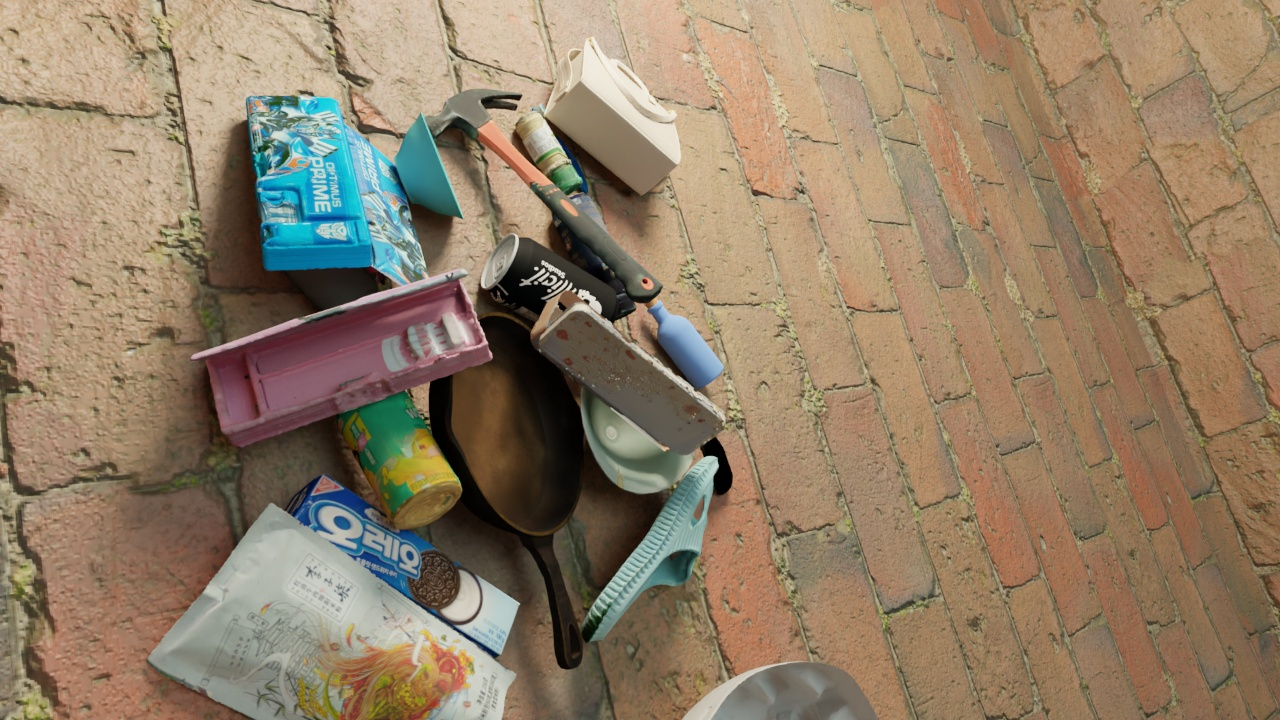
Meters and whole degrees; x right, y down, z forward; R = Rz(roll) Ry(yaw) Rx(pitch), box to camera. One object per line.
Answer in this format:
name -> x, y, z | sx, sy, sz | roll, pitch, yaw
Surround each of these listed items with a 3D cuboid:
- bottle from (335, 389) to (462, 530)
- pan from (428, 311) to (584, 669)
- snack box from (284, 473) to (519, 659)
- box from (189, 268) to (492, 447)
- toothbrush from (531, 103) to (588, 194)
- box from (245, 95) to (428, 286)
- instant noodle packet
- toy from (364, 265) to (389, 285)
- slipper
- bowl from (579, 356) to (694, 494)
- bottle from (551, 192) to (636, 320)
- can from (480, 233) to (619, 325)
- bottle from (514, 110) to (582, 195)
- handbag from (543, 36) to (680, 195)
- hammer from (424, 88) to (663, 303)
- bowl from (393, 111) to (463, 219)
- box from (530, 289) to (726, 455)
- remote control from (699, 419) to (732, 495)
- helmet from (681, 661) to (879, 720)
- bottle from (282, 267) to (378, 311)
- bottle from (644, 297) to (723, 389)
bottle -> -0.239, 0.051, 0.831 | 0.068, 0.068, 0.209 | -11, 55, -45
pan -> -0.119, 0.129, 0.912 | 0.248, 0.043, 0.356 | 3, 72, -65
snack box -> -0.215, 0.192, 0.820 | 0.226, 0.059, 0.059 | 39, 44, -20
box -> -0.254, -0.022, 0.780 | 0.232, 0.099, 0.099 | -19, 56, -14
toothbrush -> -0.102, -0.275, 1.195 | 0.132, 0.016, 0.021 | 58, 34, -2
box -> -0.282, -0.166, 0.878 | 0.174, 0.064, 0.243 | 13, 37, -38
instant noodle packet -> -0.238, 0.252, 0.755 | 0.269, 0.057, 0.146 | 41, 70, -22
toy -> -0.281, -0.115, 0.933 | 0.102, 0.050, 0.065 | 51, 12, 3
slipper -> 0.030, 0.207, 0.999 | 0.069, 0.116, 0.275 | 32, 48, 11
bowl -> -0.021, 0.074, 1.051 | 0.174, 0.068, 0.174 | 19, 59, -35
bottle -> -0.055, -0.126, 1.132 | 0.056, 0.056, 0.160 | -22, 84, -46
can -> -0.101, -0.078, 1.047 | 0.146, 0.080, 0.080 | 30, 51, -28
bottle -> -0.117, -0.259, 1.157 | 0.042, 0.043, 0.110 | -31, 90, -46
handbag -> -0.031, -0.352, 1.253 | 0.194, 0.102, 0.197 | 36, 38, -27
hammer -> -0.102, -0.190, 1.080 | 0.333, 0.033, 0.132 | 45, 55, 0
bowl -> -0.236, -0.203, 0.996 | 0.046, 0.121, 0.121 | -21, 82, -6
box -> -0.013, 0.009, 0.990 | 0.216, 0.095, 0.107 | 39, 22, -21
remote control -> 0.090, 0.110, 1.116 | 0.140, 0.021, 0.045 | 66, 26, -48
helmet -> 0.120, 0.435, 0.907 | 0.224, 0.184, 0.281 | 55, 37, 2
bottle -> -0.307, -0.091, 0.880 | 0.108, 0.060, 0.060 | 50, 45, -8
bottle -> 0.051, -0.027, 1.183 | 0.131, 0.048, 0.047 | 52, 44, -9
